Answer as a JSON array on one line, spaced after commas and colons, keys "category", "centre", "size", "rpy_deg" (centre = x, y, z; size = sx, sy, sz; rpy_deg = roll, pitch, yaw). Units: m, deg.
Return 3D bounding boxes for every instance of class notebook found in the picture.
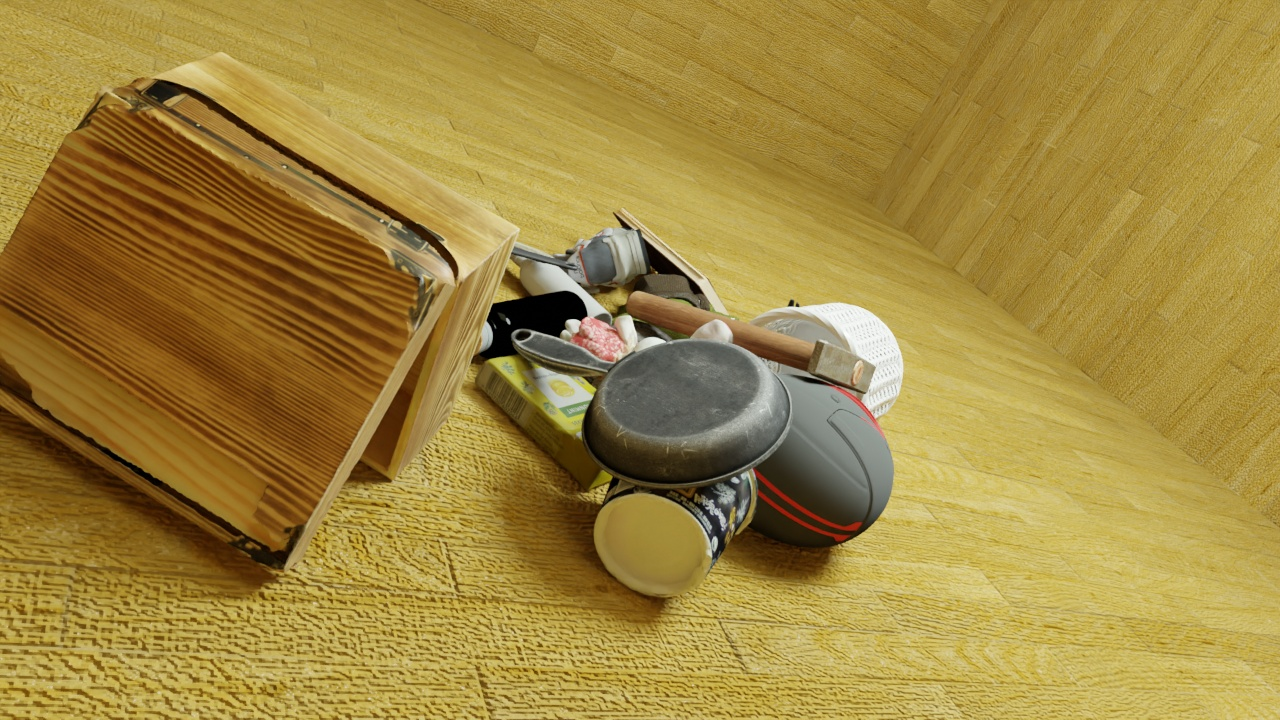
[{"category": "notebook", "centre": [0.056, -0.141, 1.450], "size": [0.225, 0.024, 0.167], "rpy_deg": [45, -3, 36]}]

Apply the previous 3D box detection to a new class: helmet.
[{"category": "helmet", "centre": [0.159, 0.107, 0.968], "size": [0.264, 0.165, 0.169], "rpy_deg": [35, 27, -8]}]

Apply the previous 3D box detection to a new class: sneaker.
[{"category": "sneaker", "centre": [-0.070, -0.141, 1.314], "size": [0.124, 0.089, 0.240], "rpy_deg": [-15, 5, -13]}]

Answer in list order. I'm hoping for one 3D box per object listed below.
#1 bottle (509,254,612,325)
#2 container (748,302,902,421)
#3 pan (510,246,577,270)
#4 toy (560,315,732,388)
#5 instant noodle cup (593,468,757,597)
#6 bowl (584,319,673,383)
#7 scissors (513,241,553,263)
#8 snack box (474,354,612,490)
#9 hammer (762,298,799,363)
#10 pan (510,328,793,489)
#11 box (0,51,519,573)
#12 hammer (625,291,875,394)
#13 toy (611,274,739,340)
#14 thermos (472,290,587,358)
[{"category": "bottle", "centre": [-0.118, -0.097, 1.214], "size": [0.195, 0.053, 0.052], "rpy_deg": [43, 26, 30]}, {"category": "container", "centre": [0.230, 0.020, 1.207], "size": [0.189, 0.190, 0.186], "rpy_deg": [39, 23, 21]}, {"category": "pan", "centre": [-0.244, -0.150, 1.047], "size": [0.356, 0.021, 0.198], "rpy_deg": [15, 26, -11]}, {"category": "toy", "centre": [-0.006, 0.006, 1.034], "size": [0.194, 0.159, 0.084], "rpy_deg": [21, 13, 16]}, {"category": "instant noodle cup", "centre": [0.024, 0.135, 0.811], "size": [0.137, 0.138, 0.112], "rpy_deg": [31, 31, 4]}, {"category": "bowl", "centre": [0.000, -0.001, 1.133], "size": [0.145, 0.067, 0.144], "rpy_deg": [25, 23, -11]}, {"category": "scissors", "centre": [-0.196, -0.147, 1.226], "size": [0.179, 0.015, 0.194], "rpy_deg": [1, 40, 12]}, {"category": "snack box", "centre": [-0.075, 0.052, 0.959], "size": [0.181, 0.045, 0.121], "rpy_deg": [39, 24, 22]}, {"category": "hammer", "centre": [0.150, -0.024, 1.288], "size": [0.025, 0.118, 0.332], "rpy_deg": [36, 22, 19]}, {"category": "pan", "centre": [-0.018, 0.016, 0.865], "size": [0.186, 0.055, 0.357], "rpy_deg": [-35, 41, -29]}, {"category": "box", "centre": [-0.281, -0.043, 0.656], "size": [0.279, 0.270, 0.262], "rpy_deg": [32, 37, 4]}, {"category": "hammer", "centre": [0.110, -0.030, 1.070], "size": [0.301, 0.037, 0.157], "rpy_deg": [19, 1, 29]}, {"category": "toy", "centre": [0.038, -0.067, 1.292], "size": [0.179, 0.078, 0.152], "rpy_deg": [-1, 24, -4]}, {"category": "thermos", "centre": [-0.143, -0.039, 1.050], "size": [0.061, 0.061, 0.230], "rpy_deg": [37, 23, 17]}]
